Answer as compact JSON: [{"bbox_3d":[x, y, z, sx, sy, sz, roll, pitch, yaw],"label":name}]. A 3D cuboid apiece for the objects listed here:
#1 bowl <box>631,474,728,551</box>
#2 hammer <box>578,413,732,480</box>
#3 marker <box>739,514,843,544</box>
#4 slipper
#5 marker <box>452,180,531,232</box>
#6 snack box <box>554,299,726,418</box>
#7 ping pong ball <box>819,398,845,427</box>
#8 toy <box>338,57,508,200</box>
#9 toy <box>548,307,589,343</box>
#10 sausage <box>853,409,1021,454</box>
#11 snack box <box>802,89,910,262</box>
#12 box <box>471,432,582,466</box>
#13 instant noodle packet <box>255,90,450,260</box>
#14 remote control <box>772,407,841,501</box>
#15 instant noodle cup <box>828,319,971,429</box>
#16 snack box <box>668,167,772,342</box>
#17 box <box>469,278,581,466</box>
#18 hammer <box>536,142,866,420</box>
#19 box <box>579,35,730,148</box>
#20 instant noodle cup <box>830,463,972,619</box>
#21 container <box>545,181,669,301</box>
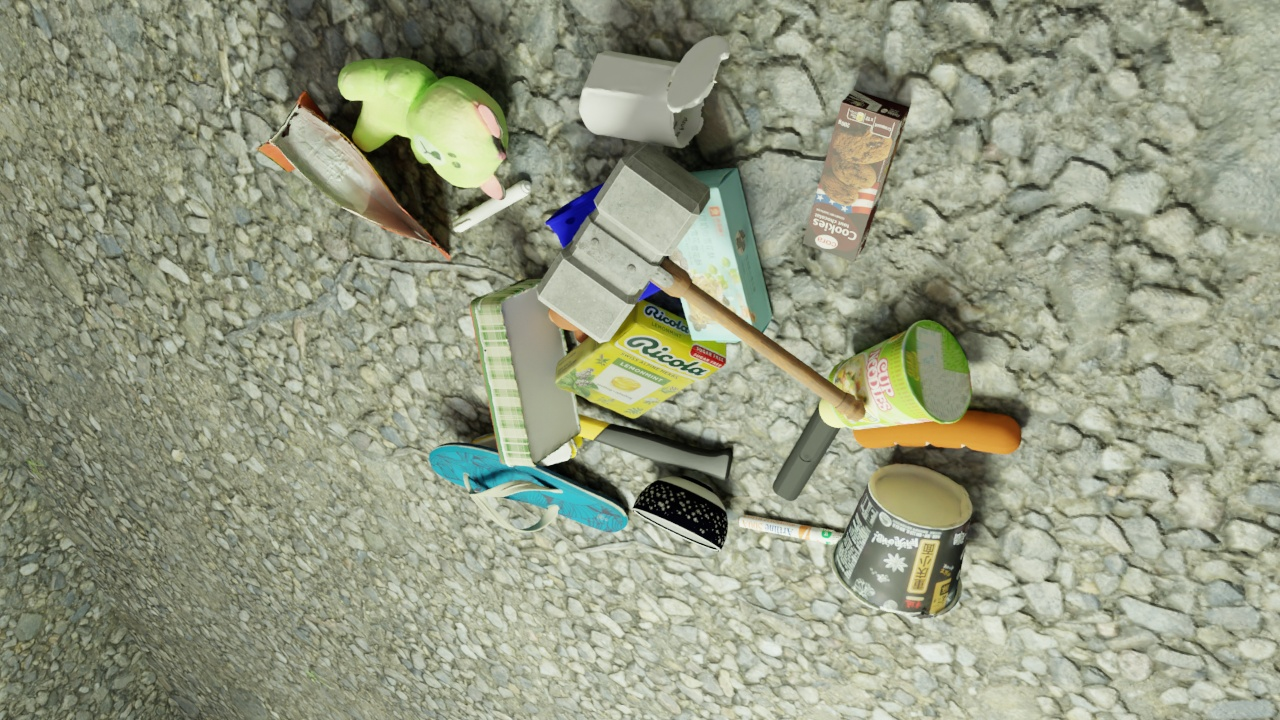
[{"bbox_3d":[0.057,0.180,1.131,0.120,0.066,0.120,24,167,6],"label":"bowl"},{"bbox_3d":[-0.042,0.090,1.144,0.324,0.029,0.127,15,105,19],"label":"hammer"},{"bbox_3d":[0.189,0.205,1.107,0.146,0.017,0.017,5,126,31],"label":"marker"},{"bbox_3d":[-0.161,0.186,1.256,0.295,0.060,0.118,18,140,5],"label":"slipper"},{"bbox_3d":[-0.171,-0.175,1.049,0.134,0.020,0.017,-18,121,41],"label":"marker"},{"bbox_3d":[-0.006,0.006,1.030,0.121,0.045,0.181,24,143,-27],"label":"snack box"},{"bbox_3d":[0.207,0.050,0.957,0.040,0.040,0.040,18,131,22],"label":"ping pong ball"},{"bbox_3d":[-0.213,-0.254,0.963,0.197,0.107,0.150,20,152,8],"label":"toy"},{"bbox_3d":[-0.044,-0.060,1.037,0.128,0.065,0.095,10,132,14],"label":"toy"},{"bbox_3d":[0.292,0.069,0.915,0.165,0.039,0.044,-1,122,34],"label":"sausage"},{"bbox_3d":[0.188,-0.160,0.811,0.051,0.031,0.141,24,133,17],"label":"snack box"},{"bbox_3d":[-0.165,0.122,1.266,0.210,0.037,0.064,-20,109,42],"label":"box"},{"bbox_3d":[-0.307,-0.192,1.054,0.221,0.084,0.164,38,176,-10],"label":"instant noodle packet"},{"bbox_3d":[0.187,0.107,1.032,0.033,0.015,0.147,30,135,11],"label":"remote control"},{"bbox_3d":[0.242,0.022,0.880,0.099,0.098,0.108,53,142,-12],"label":"instant noodle cup"},{"bbox_3d":[0.074,-0.103,0.919,0.075,0.053,0.175,1,124,31],"label":"snack box"},{"bbox_3d":[-0.131,0.013,1.074,0.051,0.117,0.206,1,110,29],"label":"box"},{"bbox_3d":[0.080,-0.039,0.850,0.317,0.082,0.163,35,116,-3],"label":"hammer"},{"bbox_3d":[0.016,-0.239,0.813,0.156,0.084,0.126,16,163,21],"label":"box"},{"bbox_3d":[0.277,0.181,0.954,0.137,0.136,0.112,19,123,21],"label":"instant noodle cup"},{"bbox_3d":[-0.026,-0.119,0.937,0.085,0.084,0.113,-25,106,21],"label":"container"}]
